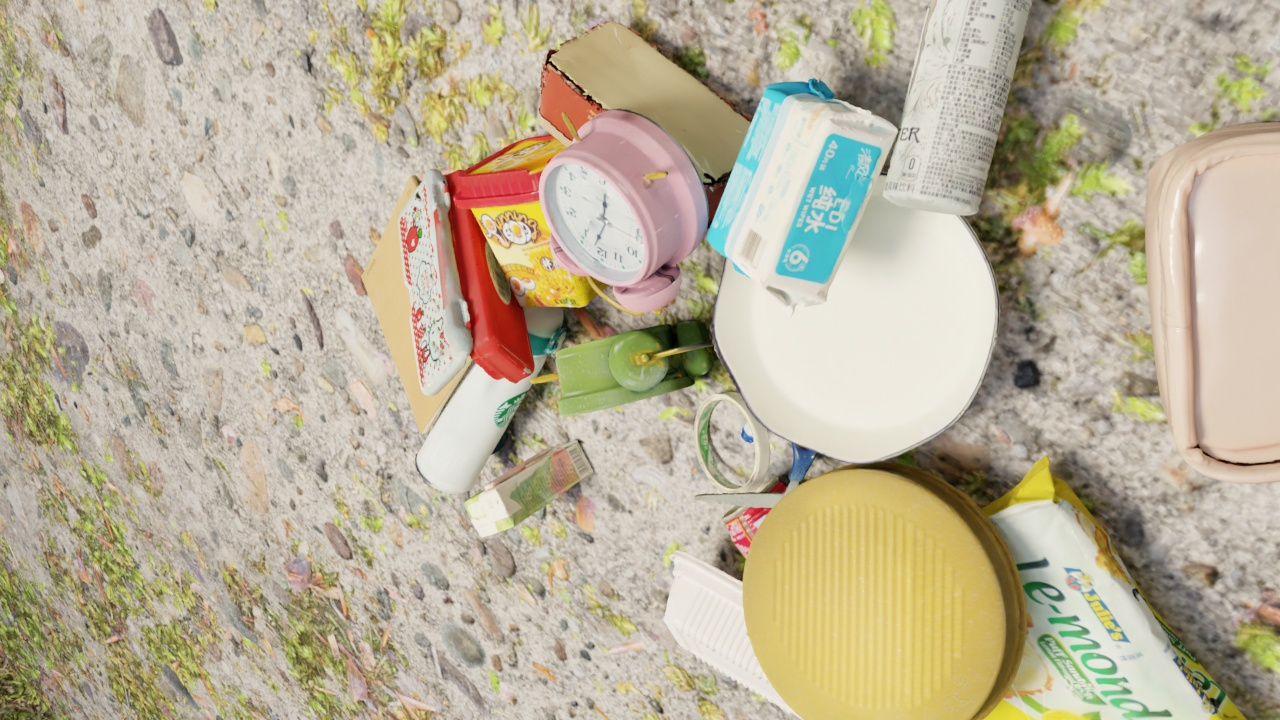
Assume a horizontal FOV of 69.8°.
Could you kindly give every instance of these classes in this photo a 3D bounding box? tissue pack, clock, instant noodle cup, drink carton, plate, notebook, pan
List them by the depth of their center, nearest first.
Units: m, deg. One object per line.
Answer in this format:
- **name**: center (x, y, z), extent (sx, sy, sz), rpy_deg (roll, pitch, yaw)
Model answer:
- **tissue pack**: center (0.102, -0.107, 0.593), extent (0.090, 0.063, 0.140), rpy_deg (53, 128, 55)
- **clock**: center (-0.016, -0.096, 0.652), extent (0.117, 0.059, 0.159), rpy_deg (33, 147, 23)
- **plate**: center (0.151, -0.032, 0.653), extent (0.205, 0.045, 0.205), rpy_deg (7, 103, 33)
- **pan**: center (0.169, 0.251, 0.654), extent (0.198, 0.078, 0.357), rpy_deg (1, 86, 37)
- **clock**: center (-0.005, 0.004, 0.760), extent (0.162, 0.115, 0.056), rpy_deg (-14, 90, 42)
- **instant noodle cup**: center (-0.074, -0.115, 0.767), extent (0.116, 0.115, 0.124), rpy_deg (3, 123, 35)
- **instant noodle cup**: center (0.095, 0.241, 0.782), extent (0.173, 0.060, 0.138), rpy_deg (25, 157, 27)
- **drink carton**: center (-0.106, 0.120, 0.877), extent (0.054, 0.122, 0.045), rpy_deg (-24, 92, 41)
- **notebook**: center (-0.219, -0.056, 0.907), extent (0.150, 0.012, 0.211), rpy_deg (-51, 54, 37)

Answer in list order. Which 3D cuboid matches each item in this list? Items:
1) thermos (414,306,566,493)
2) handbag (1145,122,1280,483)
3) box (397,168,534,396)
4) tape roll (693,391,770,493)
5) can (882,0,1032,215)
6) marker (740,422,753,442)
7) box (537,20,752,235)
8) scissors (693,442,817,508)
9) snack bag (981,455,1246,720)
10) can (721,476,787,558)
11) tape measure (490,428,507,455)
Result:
- **thermos**: center (-0.143, 0.030, 0.886), extent (0.073, 0.073, 0.225), rpy_deg (41, 118, 15)
- **handbag**: center (0.398, -0.038, 0.476), extent (0.235, 0.093, 0.193), rpy_deg (-5, 106, 29)
- **box**: center (-0.167, -0.066, 0.795), extent (0.098, 0.095, 0.201), rpy_deg (-23, 59, 13)
- **tape roll**: center (0.076, 0.070, 0.773), extent (0.086, 0.013, 0.086), rpy_deg (20, 115, 52)
- **can**: center (0.191, -0.163, 0.551), extent (0.058, 0.058, 0.147), rpy_deg (16, 100, 30)
- **marker**: center (0.121, 0.016, 0.735), extent (0.017, 0.016, 0.146), rpy_deg (43, 129, 14)
- **box**: center (0.011, -0.178, 0.676), extent (0.168, 0.091, 0.077), rpy_deg (41, 148, 15)
- **scissors**: center (0.131, 0.108, 0.721), extent (0.162, 0.012, 0.174), rpy_deg (24, 91, -1)
- **snack bag**: center (0.295, 0.201, 0.653), extent (0.158, 0.068, 0.246), rpy_deg (-38, 84, 40)
- **can**: center (0.119, 0.151, 0.762), extent (0.094, 0.066, 0.067), rpy_deg (52, 130, 6)
- **tape measure**: center (-0.167, 0.074, 0.964), extent (0.058, 0.025, 0.054), rpy_deg (-24, 96, 30)
